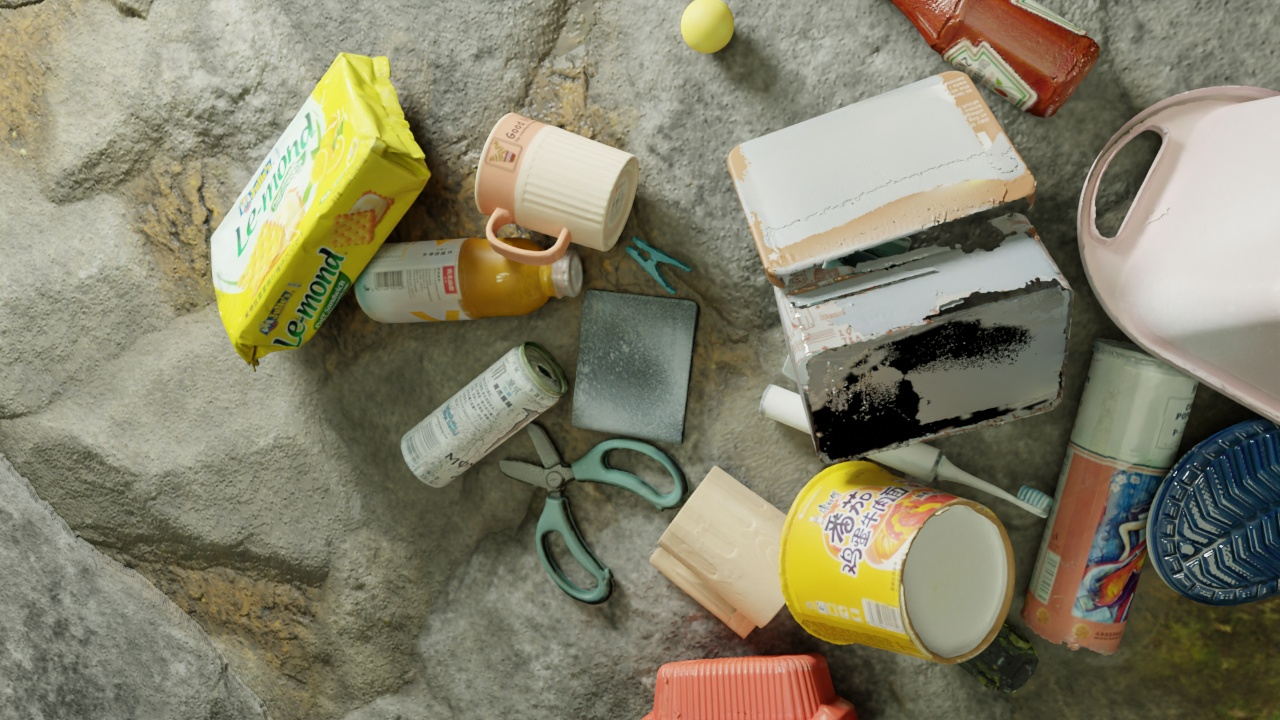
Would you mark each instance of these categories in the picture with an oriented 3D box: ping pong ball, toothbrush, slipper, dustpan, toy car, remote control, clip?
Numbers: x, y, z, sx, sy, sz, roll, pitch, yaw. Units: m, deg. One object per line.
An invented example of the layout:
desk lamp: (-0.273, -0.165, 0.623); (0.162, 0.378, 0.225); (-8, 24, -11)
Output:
ping pong ball: (0.051, -0.253, 0.693); (0.040, 0.040, 0.040); (2, 99, 15)
toothbrush: (0.195, 0.069, 0.691); (0.221, 0.026, 0.026); (22, 93, 20)
slipper: (0.449, 0.079, 0.612); (0.253, 0.095, 0.105); (-21, 77, 1)
dustpan: (0.435, -0.063, 0.593); (0.273, 0.139, 0.222); (36, 80, -16)
toy car: (0.254, 0.210, 0.711); (0.105, 0.032, 0.048); (35, 106, 20)
remote control: (0.157, -0.040, 0.706); (0.056, 0.019, 0.135); (22, 103, 11)
clip: (0.012, -0.079, 0.744); (0.056, 0.013, 0.039); (36, 105, 8)

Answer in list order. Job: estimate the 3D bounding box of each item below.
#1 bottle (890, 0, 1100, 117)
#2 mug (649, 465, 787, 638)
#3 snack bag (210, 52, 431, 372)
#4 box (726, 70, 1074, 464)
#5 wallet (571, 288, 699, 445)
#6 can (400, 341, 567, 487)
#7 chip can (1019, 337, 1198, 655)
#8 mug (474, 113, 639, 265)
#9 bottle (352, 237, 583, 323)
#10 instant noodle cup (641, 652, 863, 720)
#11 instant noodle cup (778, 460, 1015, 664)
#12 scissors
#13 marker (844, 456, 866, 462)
bottle: (0.215, -0.246, 0.639); (0.206, 0.059, 0.060); (36, 106, 8)
mug: (0.070, 0.158, 0.737); (0.103, 0.084, 0.125); (37, 132, 9)
snack bag: (-0.267, -0.122, 0.757); (0.247, 0.068, 0.158); (-47, 47, 18)
box: (0.179, -0.057, 0.650); (0.181, 0.158, 0.207); (-18, 53, 7)
wallet: (-0.005, 0.004, 0.760); (0.097, 0.019, 0.121); (8, 99, 12)
can: (-0.134, 0.047, 0.780); (0.147, 0.058, 0.058); (-36, 88, 17)
chip can: (0.331, 0.096, 0.652); (0.071, 0.071, 0.215); (13, 102, 13)
mug: (-0.069, -0.126, 0.714); (0.106, 0.082, 0.114); (20, 68, 10)
bottle: (-0.142, -0.067, 0.760); (0.190, 0.068, 0.068); (-2, 98, 16)
instant noodle cup: (0.086, 0.271, 0.713); (0.189, 0.164, 0.079); (-8, 72, 16)
instant noodle cup: (0.184, 0.144, 0.647); (0.137, 0.110, 0.138); (0, 90, -29)
scissors: (-0.046, 0.136, 0.791); (0.170, 0.019, 0.181); (9, 102, 13)
marker: (0.166, 0.096, 0.727); (0.018, 0.015, 0.124); (14, 99, 11)
